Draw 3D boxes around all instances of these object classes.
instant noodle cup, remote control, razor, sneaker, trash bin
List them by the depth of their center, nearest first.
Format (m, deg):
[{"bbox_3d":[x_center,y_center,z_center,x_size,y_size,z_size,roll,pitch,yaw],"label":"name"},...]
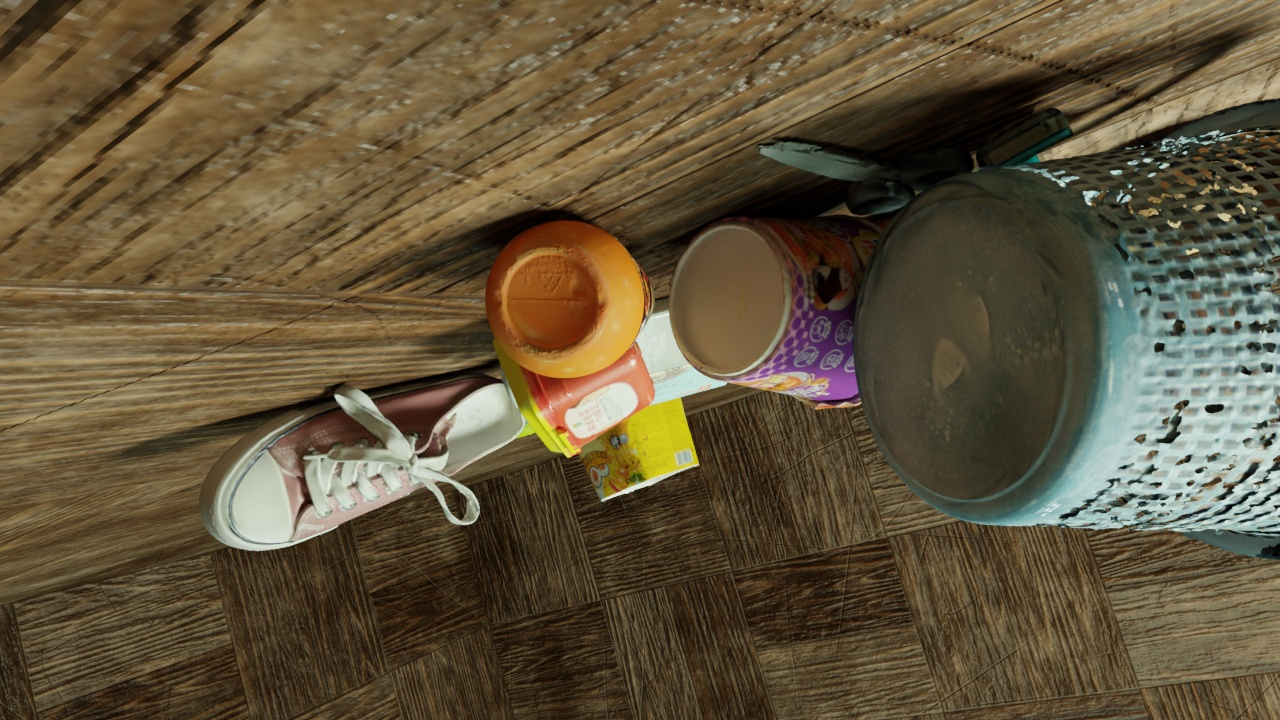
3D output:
[{"bbox_3d":[0.219,-0.011,0.426,0.194,0.226,0.227,-3,169,-22],"label":"trash bin"},{"bbox_3d":[0.208,-0.104,0.493,0.043,0.028,0.132,-32,162,22],"label":"razor"},{"bbox_3d":[0.077,-0.030,0.495,0.099,0.111,0.112,3,162,-46],"label":"instant noodle cup"},{"bbox_3d":[-0.181,0.067,0.648,0.240,0.118,0.088,-19,-166,-33],"label":"sneaker"},{"bbox_3d":[-0.026,-0.008,0.653,0.149,0.021,0.058,-14,133,-18],"label":"remote control"},{"bbox_3d":[-0.013,0.059,0.872,0.115,0.123,0.116,-11,166,-47],"label":"instant noodle cup"}]

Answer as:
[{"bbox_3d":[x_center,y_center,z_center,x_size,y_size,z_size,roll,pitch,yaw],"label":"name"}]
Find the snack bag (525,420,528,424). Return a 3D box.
[{"bbox_3d":[-0.122,0.053,0.942,0.105,0.026,0.045,-21,163,29],"label":"snack bag"}]

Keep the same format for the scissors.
[{"bbox_3d":[0.112,-0.095,0.432,0.133,0.014,0.175,-16,171,4],"label":"scissors"}]

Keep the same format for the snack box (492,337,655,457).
[{"bbox_3d":[-0.038,0.008,0.574,0.080,0.082,0.091,-24,154,-1],"label":"snack box"}]

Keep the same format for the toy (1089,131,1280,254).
[{"bbox_3d":[0.355,-0.102,0.670,0.143,0.082,0.226,-1,171,-19],"label":"toy"}]

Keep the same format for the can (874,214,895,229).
[{"bbox_3d":[0.160,-0.063,0.600,0.146,0.058,0.058,-18,174,17],"label":"can"}]

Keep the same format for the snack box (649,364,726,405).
[{"bbox_3d":[-0.004,0.004,0.726,0.174,0.051,0.074,-14,159,-17],"label":"snack box"}]

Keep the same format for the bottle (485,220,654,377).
[{"bbox_3d":[-0.022,-0.029,0.435,0.067,0.067,0.149,-18,-179,12],"label":"bottle"}]

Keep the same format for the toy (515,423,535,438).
[{"bbox_3d":[-0.108,0.061,1.027,0.100,0.031,0.097,-18,176,-34],"label":"toy"}]
